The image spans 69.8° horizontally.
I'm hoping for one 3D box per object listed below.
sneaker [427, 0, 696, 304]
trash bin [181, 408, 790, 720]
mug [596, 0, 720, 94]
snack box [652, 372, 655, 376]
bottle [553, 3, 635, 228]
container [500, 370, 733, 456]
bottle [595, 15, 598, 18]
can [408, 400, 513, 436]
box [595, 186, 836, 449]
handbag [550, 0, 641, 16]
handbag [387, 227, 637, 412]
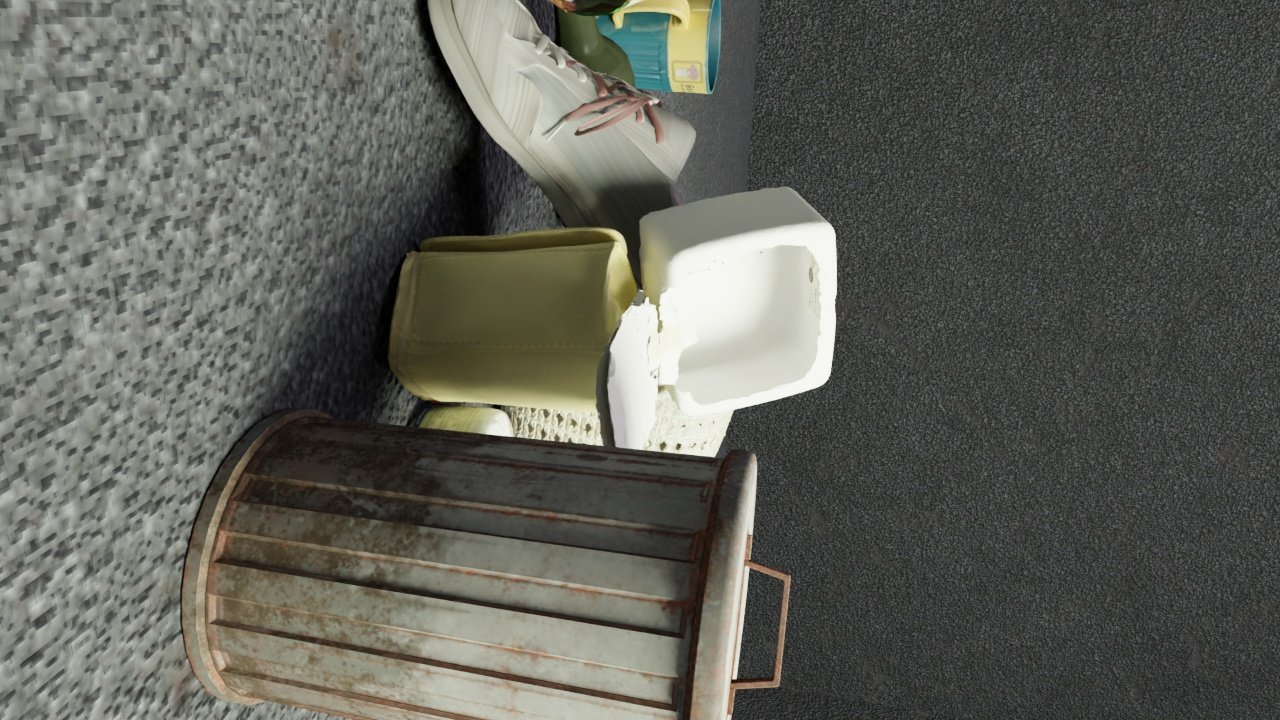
[{"bbox_3d":[-0.020,-0.128,0.514,0.236,0.090,0.099,54,18,-31],"label":"sneaker"},{"bbox_3d":[-0.049,0.091,0.366,0.130,0.211,0.131,7,89,-80],"label":"trash bin"},{"bbox_3d":[0.010,-0.278,0.776,0.113,0.107,0.083,36,63,-79],"label":"mug"},{"bbox_3d":[-0.004,-0.054,0.884,0.033,0.088,0.154,-63,156,-66],"label":"snack box"},{"bbox_3d":[-0.037,-0.180,0.670,0.207,0.071,0.071,83,17,-52],"label":"bottle"},{"bbox_3d":[-0.004,0.004,0.685,0.251,0.185,0.143,-60,162,-65],"label":"container"},{"bbox_3d":[-0.043,-0.299,0.664,0.110,0.036,0.036,83,17,-53],"label":"bottle"},{"bbox_3d":[-0.104,0.068,0.526,0.086,0.043,0.086,6,89,-81],"label":"can"},{"bbox_3d":[0.026,-0.015,0.476,0.188,0.101,0.111,-26,126,-27],"label":"box"},{"bbox_3d":[-0.035,-0.267,0.528,0.139,0.073,0.194,54,24,-14],"label":"handbag"},{"bbox_3d":[-0.063,-0.014,0.498,0.111,0.119,0.081,67,25,-66],"label":"handbag"}]
